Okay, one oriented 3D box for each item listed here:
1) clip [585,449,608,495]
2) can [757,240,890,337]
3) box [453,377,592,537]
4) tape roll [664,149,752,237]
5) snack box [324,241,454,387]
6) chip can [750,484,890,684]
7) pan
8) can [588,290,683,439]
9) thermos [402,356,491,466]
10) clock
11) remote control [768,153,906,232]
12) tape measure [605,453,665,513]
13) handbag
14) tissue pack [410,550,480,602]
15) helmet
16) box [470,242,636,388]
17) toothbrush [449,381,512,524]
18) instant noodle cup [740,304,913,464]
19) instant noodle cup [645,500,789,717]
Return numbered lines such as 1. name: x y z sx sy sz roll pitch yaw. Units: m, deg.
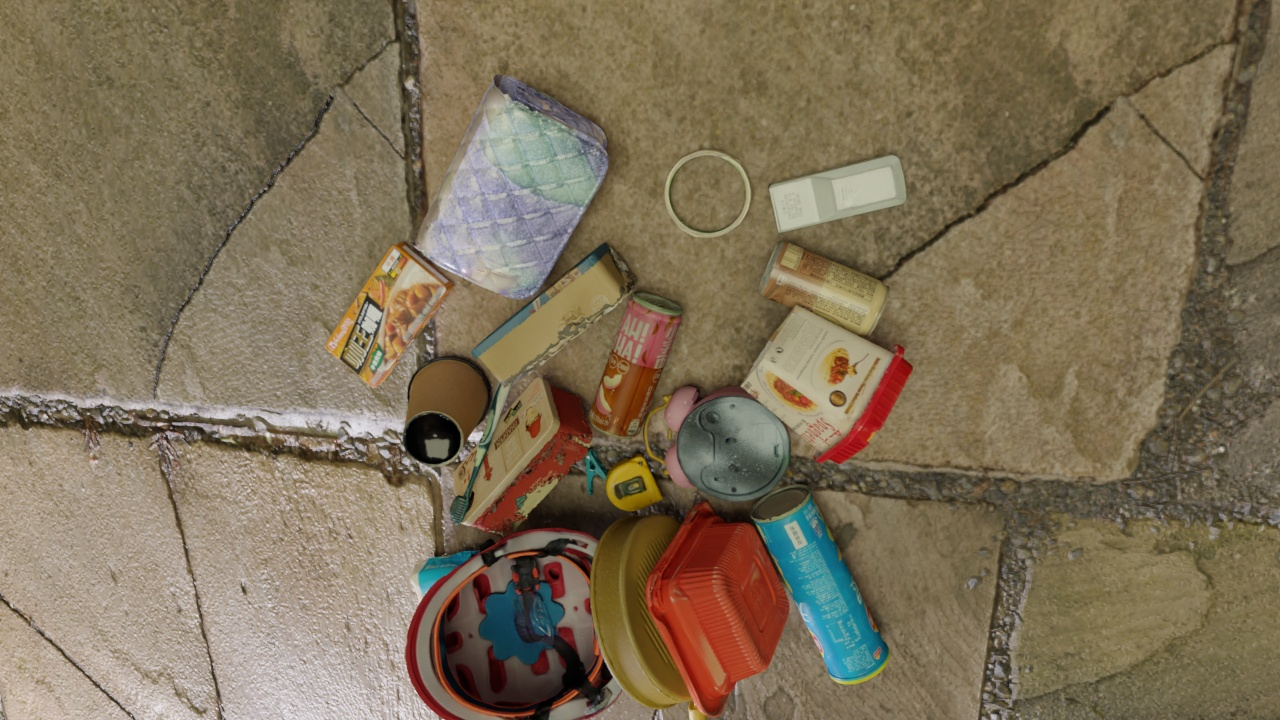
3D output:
1. clip: -0.050 0.124 1.026 0.033 0.013 0.054 -16 104 15
2. can: 0.177 -0.069 0.892 0.116 0.058 0.059 23 111 4
3. box: -0.122 0.111 0.992 0.076 0.091 0.169 27 115 -34
4. tape roll: 0.066 -0.165 0.908 0.086 0.013 0.086 4 109 11
5. snack box: -0.277 -0.049 1.010 0.075 0.026 0.154 40 111 -2
6. chip can: 0.193 0.239 0.982 0.071 0.071 0.210 -24 101 18
7. pan: 0.044 0.330 0.979 0.078 0.197 0.357 -21 104 31
8. can: -0.006 0.006 0.949 0.058 0.057 0.147 21 106 4
9. thermos: -0.210 0.055 0.975 0.093 0.143 0.093 -1 109 -2
10. clock: 0.080 0.082 0.961 0.158 0.059 0.117 0 109 10
11. remote control: 0.189 -0.160 0.879 0.125 0.024 0.049 -12 104 16
12. tape measure: -0.009 0.137 1.007 0.057 0.029 0.060 -24 101 0
13. handbag: -0.125 -0.165 0.904 0.134 0.075 0.194 25 116 -20
14. tissue pack: -0.209 0.291 1.086 0.090 0.063 0.140 -12 105 15
15. helmet: -0.126 0.290 1.000 0.240 0.144 0.207 -12 85 -7
16. box: -0.092 -0.042 0.940 0.184 0.089 0.060 -35 99 14
17. toothbrush: -0.168 0.083 0.985 0.016 0.018 0.191 8 74 39
18. instant noodle cup: 0.173 0.020 0.880 0.124 0.116 0.116 33 67 4
19. instant noodle cup: 0.087 0.246 0.940 0.079 0.188 0.164 -19 104 31
